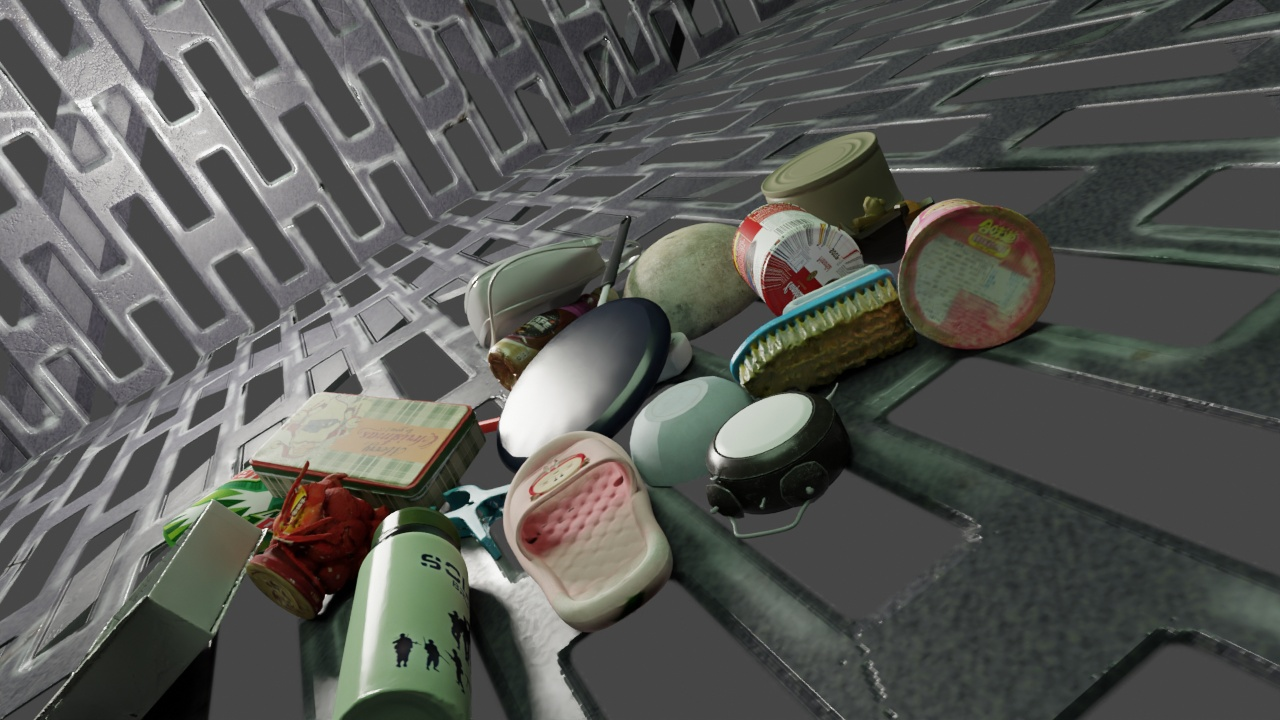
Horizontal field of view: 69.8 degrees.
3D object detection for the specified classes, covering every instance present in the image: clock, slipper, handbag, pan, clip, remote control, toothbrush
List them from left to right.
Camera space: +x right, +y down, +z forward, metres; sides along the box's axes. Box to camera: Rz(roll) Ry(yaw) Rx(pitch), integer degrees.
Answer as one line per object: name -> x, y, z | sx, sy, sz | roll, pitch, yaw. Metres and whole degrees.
clip -> -0.136, 0.130, 0.742 | 0.120, 0.027, 0.102 | -5, 29, 48
toothbrush -> -0.120, 0.060, 0.901 | 0.213, 0.012, 0.017 | -15, 25, 35
handbag -> -0.090, -0.088, 1.073 | 0.222, 0.095, 0.216 | -24, -6, -17
slipper -> -0.043, 0.106, 0.624 | 0.106, 0.056, 0.221 | -32, 25, -5
pan -> -0.044, -0.036, 0.880 | 0.199, 0.021, 0.355 | -25, 34, 32
remote control -> -0.005, 0.005, 0.854 | 0.115, 0.028, 0.060 | -16, 24, 33
clock -> 0.085, 0.058, 0.587 | 0.091, 0.044, 0.122 | -17, 23, 29

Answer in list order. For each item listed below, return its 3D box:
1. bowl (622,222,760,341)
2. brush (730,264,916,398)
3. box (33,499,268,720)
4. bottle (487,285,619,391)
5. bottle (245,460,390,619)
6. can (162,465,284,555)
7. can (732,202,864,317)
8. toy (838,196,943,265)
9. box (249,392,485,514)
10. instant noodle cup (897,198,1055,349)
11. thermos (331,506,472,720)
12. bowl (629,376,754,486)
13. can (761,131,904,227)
bowl -> 0.047, -0.091, 0.942 | 0.178, 0.081, 0.178 | -27, 19, 10
brush -> 0.130, -0.020, 0.688 | 0.136, 0.055, 0.075 | -25, 30, 7
box -> -0.402, 0.239, 0.659 | 0.166, 0.098, 0.368 | -48, 12, 9
bottle -> -0.089, -0.031, 1.007 | 0.165, 0.060, 0.060 | -38, 22, -31
bottle -> -0.269, 0.148, 0.773 | 0.099, 0.099, 0.110 | -10, 32, 42
can -> -0.398, 0.158, 0.936 | 0.143, 0.083, 0.083 | -38, 22, -23
can -> 0.134, -0.086, 0.800 | 0.086, 0.086, 0.116 | -28, 20, 3
toy -> 0.224, -0.121, 0.807 | 0.100, 0.062, 0.076 | -27, 1, -9
box -> -0.259, 0.085, 0.875 | 0.206, 0.051, 0.117 | 6, 44, 26
instant noodle cup -> 0.227, -0.070, 0.645 | 0.098, 0.098, 0.108 | -22, 14, 18
thermos -> -0.148, 0.173, 0.586 | 0.082, 0.082, 0.231 | -30, 21, -2
bowl -> 0.035, 0.046, 0.689 | 0.106, 0.039, 0.106 | -26, 21, 10
can -> 0.195, -0.171, 0.939 | 0.128, 0.073, 0.127 | -25, 21, 10
